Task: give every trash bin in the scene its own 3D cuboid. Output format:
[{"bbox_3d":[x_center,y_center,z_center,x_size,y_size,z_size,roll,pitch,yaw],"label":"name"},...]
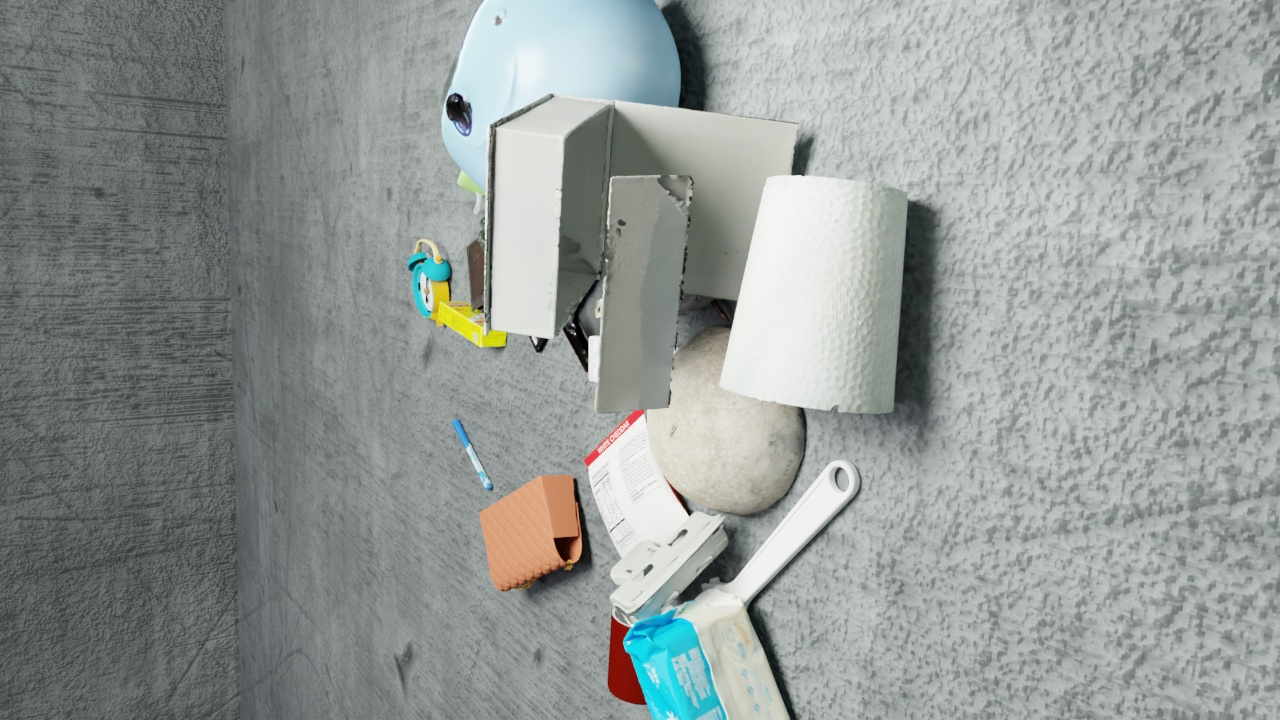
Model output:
[{"bbox_3d":[0.136,-0.051,0.694,0.133,0.133,0.161,16,101,54],"label":"trash bin"}]

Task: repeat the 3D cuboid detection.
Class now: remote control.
[{"bbox_3d":[-0.108,-0.066,1.137,0.140,0.009,0.030,-58,48,40],"label":"remote control"},{"bbox_3d":[-0.006,0.006,0.971,0.136,0.011,0.050,10,103,43],"label":"remote control"}]

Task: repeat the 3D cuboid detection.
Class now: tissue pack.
[{"bbox_3d":[0.071,0.315,0.807,0.066,0.116,0.209,-38,70,49],"label":"tissue pack"}]

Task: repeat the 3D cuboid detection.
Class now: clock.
[{"bbox_3d":[-0.325,-0.122,1.417,0.099,0.043,0.130,22,118,52],"label":"clock"},{"bbox_3d":[0.034,-0.101,0.888,0.148,0.056,0.104,37,126,44],"label":"clock"},{"bbox_3d":[-0.204,-0.264,1.206,0.095,0.042,0.119,-44,28,45],"label":"clock"}]

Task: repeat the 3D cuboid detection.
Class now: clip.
[{"bbox_3d":[0.024,0.205,0.885,0.075,0.124,0.144,48,156,8],"label":"clip"}]

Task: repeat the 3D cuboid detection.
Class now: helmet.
[{"bbox_3d":[-0.071,-0.239,0.889,0.266,0.224,0.166,-51,60,43],"label":"helmet"}]

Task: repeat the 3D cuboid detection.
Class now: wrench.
[{"bbox_3d":[0.118,0.181,0.832,0.066,0.018,0.274,60,136,32],"label":"wrench"}]

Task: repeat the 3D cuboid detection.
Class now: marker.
[{"bbox_3d":[-0.249,0.139,1.354,0.141,0.013,0.013,54,134,37],"label":"marker"}]

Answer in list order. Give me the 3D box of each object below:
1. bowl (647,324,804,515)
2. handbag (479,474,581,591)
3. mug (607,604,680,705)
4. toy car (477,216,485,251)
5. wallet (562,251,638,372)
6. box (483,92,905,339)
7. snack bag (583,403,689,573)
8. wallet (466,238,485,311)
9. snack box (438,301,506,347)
[{"bbox_3d":[0.058,0.061,0.844,0.179,0.081,0.178,13,107,51],"label":"bowl"},{"bbox_3d":[-0.133,0.220,1.152,0.172,0.060,0.108,-34,60,48],"label":"handbag"},{"bbox_3d":[0.002,0.299,0.970,0.105,0.073,0.082,-122,35,-78],"label":"mug"},{"bbox_3d":[-0.165,-0.190,1.174,0.056,0.043,0.120,48,115,42],"label":"toy car"},{"bbox_3d":[-0.047,-0.053,1.035,0.089,0.026,0.115,61,138,28],"label":"wallet"},{"bbox_3d":[0.045,-0.127,0.784,0.171,0.379,0.168,-126,37,-57],"label":"box"},{"bbox_3d":[-0.007,0.141,0.984,0.131,0.039,0.144,-46,60,43],"label":"snack bag"},{"bbox_3d":[-0.208,-0.128,1.258,0.120,0.031,0.099,-18,75,55],"label":"wallet"},{"bbox_3d":[-0.239,-0.053,1.299,0.148,0.040,0.029,28,115,51],"label":"snack box"}]
